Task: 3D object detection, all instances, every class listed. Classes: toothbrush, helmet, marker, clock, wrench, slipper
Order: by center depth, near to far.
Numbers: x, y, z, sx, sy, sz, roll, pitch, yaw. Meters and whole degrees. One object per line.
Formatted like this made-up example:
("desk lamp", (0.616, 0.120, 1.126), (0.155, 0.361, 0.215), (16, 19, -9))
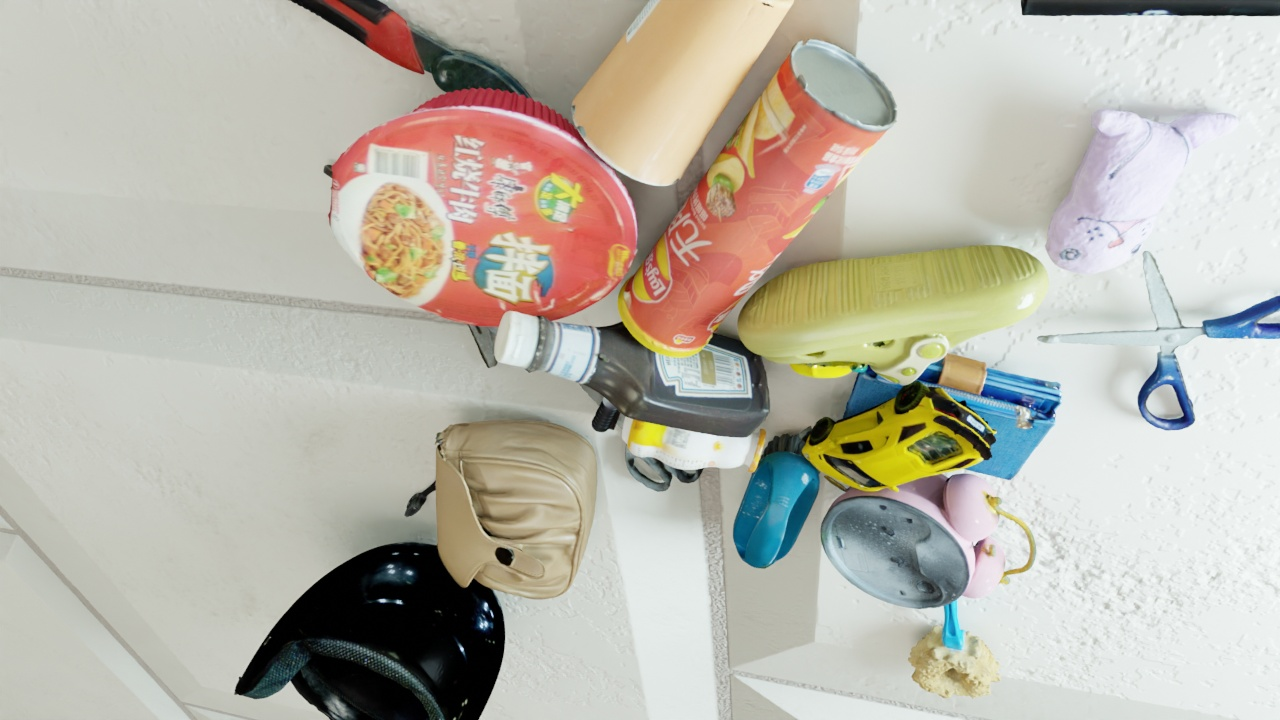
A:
("marker", (0.255, -0.178, 0.444), (0.132, 0.020, 0.022), (6, 118, 14))
("wrench", (-0.180, -0.213, 0.574), (0.273, 0.016, 0.056), (31, 135, -11))
("slipper", (0.157, -0.019, 0.581), (0.191, 0.091, 0.082), (-9, 116, 21))
("clock", (0.223, 0.136, 0.716), (0.159, 0.059, 0.117), (3, 126, 35))
("marker", (-0.010, 0.011, 0.724), (0.022, 0.018, 0.131), (8, 135, -21))
("toothbrush", (-0.187, 0.114, 0.898), (0.014, 0.017, 0.190), (36, 133, -18))
("helmet", (-0.269, 0.320, 0.982), (0.233, 0.229, 0.276), (40, 144, -8))

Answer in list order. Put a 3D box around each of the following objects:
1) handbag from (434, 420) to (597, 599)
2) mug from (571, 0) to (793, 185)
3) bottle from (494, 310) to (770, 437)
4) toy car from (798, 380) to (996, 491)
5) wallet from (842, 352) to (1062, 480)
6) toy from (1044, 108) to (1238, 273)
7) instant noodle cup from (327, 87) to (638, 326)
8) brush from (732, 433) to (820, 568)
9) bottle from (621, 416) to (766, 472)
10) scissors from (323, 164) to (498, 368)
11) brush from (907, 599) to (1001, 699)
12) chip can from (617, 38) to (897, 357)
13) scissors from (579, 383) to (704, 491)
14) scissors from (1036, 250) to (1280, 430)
("handbag", (-0.118, 0.143, 0.841), (0.148, 0.099, 0.205), (12, 134, 2))
("mug", (0.024, -0.167, 0.505), (0.078, 0.078, 0.123), (32, 130, -12))
("bottle", (-0.004, 0.004, 0.642), (0.194, 0.079, 0.044), (13, 139, -22))
("toy car", (0.176, 0.061, 0.646), (0.071, 0.041, 0.156), (35, 147, -19))
("wallet", (0.217, 0.038, 0.658), (0.133, 0.040, 0.106), (13, 144, 9))
("toy", (0.268, -0.093, 0.511), (0.084, 0.038, 0.108), (-2, 134, -7))
("instant noodle cup", (-0.098, -0.104, 0.593), (0.194, 0.065, 0.194), (1, 145, 1))
("brush", (0.110, 0.127, 0.760), (0.055, 0.073, 0.144), (20, 137, 8))
("bottle", (0.042, 0.056, 0.722), (0.108, 0.063, 0.063), (17, 136, 5))
("scissors", (-0.154, -0.077, 0.700), (0.215, 0.015, 0.196), (26, 136, -7))
("brush", (0.278, 0.226, 0.826), (0.083, 0.045, 0.255), (1, 129, 25))
("chip can", (0.064, -0.090, 0.566), (0.073, 0.073, 0.217), (30, 134, -9))
("scissors", (-0.007, 0.047, 0.771), (0.137, 0.014, 0.175), (8, 132, 14))
("scissors", (0.339, -0.009, 0.575), (0.173, 0.012, 0.162), (-2, 138, 13))
